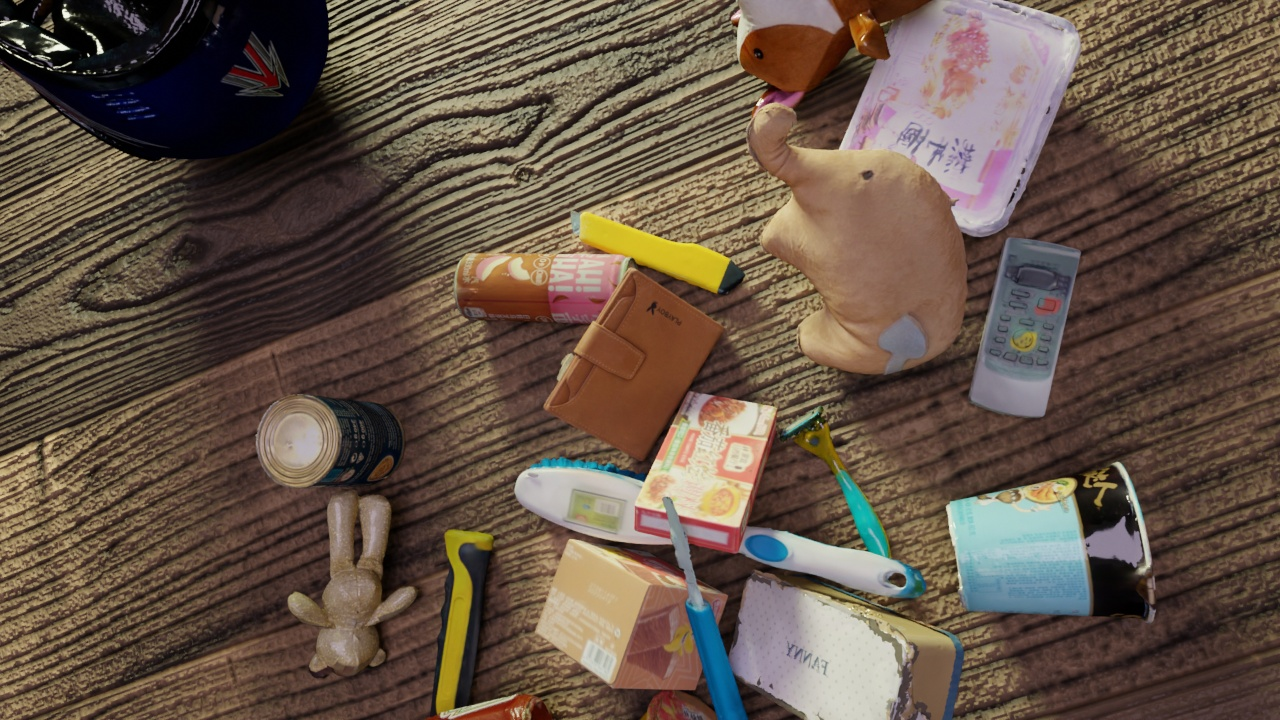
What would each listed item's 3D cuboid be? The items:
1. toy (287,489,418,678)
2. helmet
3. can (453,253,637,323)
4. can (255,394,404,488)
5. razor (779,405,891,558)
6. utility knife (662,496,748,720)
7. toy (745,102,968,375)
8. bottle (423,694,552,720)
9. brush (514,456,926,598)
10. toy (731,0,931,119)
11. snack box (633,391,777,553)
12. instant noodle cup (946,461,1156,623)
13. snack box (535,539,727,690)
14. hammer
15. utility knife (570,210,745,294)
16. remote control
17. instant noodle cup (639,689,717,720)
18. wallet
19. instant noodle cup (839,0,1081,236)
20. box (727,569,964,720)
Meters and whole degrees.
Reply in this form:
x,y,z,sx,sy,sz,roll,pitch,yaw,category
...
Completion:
x,y,z,sx,sy,sz,roll,pitch,yaw,category
-0.242,0.186,0.770,0.066,0.105,0.157,11,96,58,toy
-0.415,-0.311,0.768,0.315,0.240,0.247,36,93,3,helmet
-0.078,-0.060,0.766,0.147,0.058,0.058,2,84,13,can
-0.256,0.068,0.764,0.075,0.111,0.075,-1,84,12,can
0.159,0.101,0.712,0.043,0.028,0.132,-38,73,30,razor
0.046,0.188,0.649,0.018,0.034,0.237,-27,119,-19,utility knife
0.158,-0.092,0.665,0.144,0.082,0.226,-17,113,19,toy
-0.168,0.310,0.715,0.206,0.059,0.059,-18,81,14,bottle
0.049,0.127,0.695,0.315,0.109,0.060,12,86,11,brush
0.135,-0.274,0.691,0.130,0.200,0.140,9,70,-26,toy
0.052,0.078,0.684,0.075,0.152,0.025,10,123,14,snack box
0.283,0.133,0.648,0.121,0.111,0.111,-9,82,17,instant noodle cup
-0.006,0.190,0.688,0.093,0.094,0.077,17,87,45,snack box
-0.158,0.305,0.759,0.126,0.032,0.323,6,85,13,hammer
0.011,-0.093,0.772,0.164,0.015,0.033,22,83,15,utility knife
0.293,-0.024,0.701,0.056,0.019,0.135,14,87,13,remote control
0.019,0.332,0.671,0.110,0.138,0.138,-45,77,14,instant noodle cup
-0.004,0.004,0.731,0.107,0.031,0.132,31,91,-31,wallet
0.241,-0.187,0.709,0.138,0.060,0.173,23,90,14,instant noodle cup
0.132,0.207,0.645,0.061,0.184,0.090,15,88,-29,box
